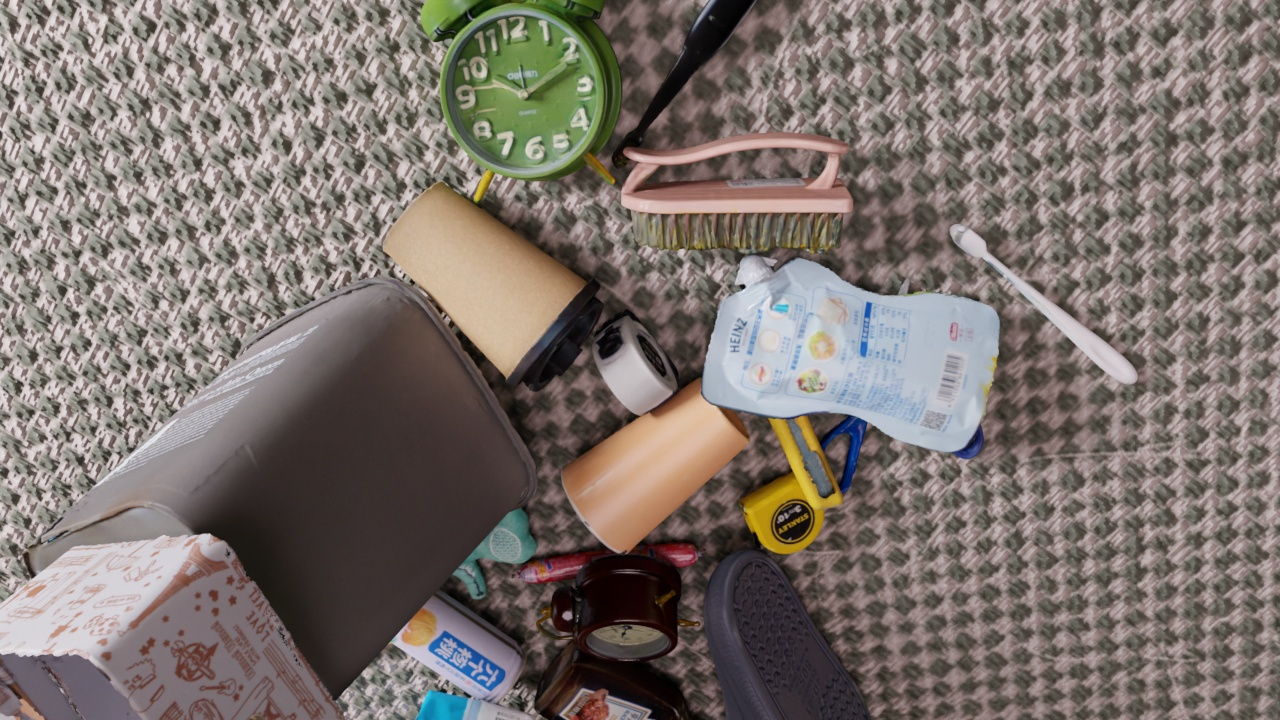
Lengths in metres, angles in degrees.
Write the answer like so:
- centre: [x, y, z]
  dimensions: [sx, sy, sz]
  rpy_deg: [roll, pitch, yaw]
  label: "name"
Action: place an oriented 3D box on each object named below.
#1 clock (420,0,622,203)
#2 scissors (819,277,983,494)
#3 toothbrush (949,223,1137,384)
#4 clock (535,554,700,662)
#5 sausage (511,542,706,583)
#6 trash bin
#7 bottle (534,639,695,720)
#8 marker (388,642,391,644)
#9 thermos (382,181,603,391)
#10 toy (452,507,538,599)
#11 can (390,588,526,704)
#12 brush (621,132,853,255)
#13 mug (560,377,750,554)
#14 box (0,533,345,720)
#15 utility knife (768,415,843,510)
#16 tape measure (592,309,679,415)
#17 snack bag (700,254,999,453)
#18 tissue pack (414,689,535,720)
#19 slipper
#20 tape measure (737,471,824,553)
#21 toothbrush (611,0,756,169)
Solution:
- centre: [-0.073, -0.185, 0.571]
  dimensions: [0.116, 0.056, 0.161]
  rpy_deg: [-7, 109, 5]
  label: "clock"
- centre: [0.177, 0.027, 0.664]
  dimensions: [0.162, 0.012, 0.176]
  rpy_deg: [21, 109, -4]
  label: "scissors"
- centre: [0.280, -0.037, 0.634]
  dimensions: [0.180, 0.016, 0.016]
  rpy_deg: [36, 110, -13]
  label: "toothbrush"
- centre: [-0.021, 0.192, 0.699]
  dimensions: [0.122, 0.055, 0.082]
  rpy_deg: [-15, 138, 16]
  label: "clock"
- centre: [-0.026, 0.158, 0.718]
  dimensions: [0.156, 0.020, 0.020]
  rpy_deg: [-8, 110, 6]
  label: "sausage"
- centre: [-0.216, 0.092, 0.573]
  dimensions: [0.199, 0.219, 0.198]
  rpy_deg: [-20, 109, 30]
  label: "trash bin"
- centre: [0.010, 0.303, 0.759]
  dimensions: [0.195, 0.044, 0.080]
  rpy_deg: [33, 112, -10]
  label: "bottle"
- centre: [-0.246, 0.241, 0.764]
  dimensions: [0.124, 0.015, 0.018]
  rpy_deg: [-25, 107, 15]
  label: "marker"
- centre: [-0.096, -0.049, 0.611]
  dimensions: [0.143, 0.093, 0.093]
  rpy_deg: [40, 107, -3]
  label: "thermos"
- centre: [-0.124, 0.145, 0.715]
  dimensions: [0.092, 0.030, 0.096]
  rpy_deg: [-12, 117, 12]
  label: "toy"
- centre: [-0.158, 0.216, 0.728]
  dimensions: [0.134, 0.053, 0.053]
  rpy_deg: [38, 108, -11]
  label: "can"
- centre: [0.060, -0.109, 0.592]
  dimensions: [0.146, 0.063, 0.073]
  rpy_deg: [1, 115, 4]
  label: "brush"
- centre: [0.014, 0.072, 0.657]
  dimensions: [0.123, 0.078, 0.078]
  rpy_deg: [-38, 105, 10]
  label: "mug"
- centre: [-0.287, 0.196, 0.462]
  dimensions: [0.272, 0.106, 0.178]
  rpy_deg: [-16, 113, 15]
  label: "box"
- centre: [0.109, 0.041, 0.658]
  dimensions: [0.033, 0.015, 0.154]
  rpy_deg: [-30, 102, -19]
  label: "utility knife"
- centre: [-0.004, 0.004, 0.634]
  dimensions: [0.034, 0.066, 0.066]
  rpy_deg: [-35, 105, 15]
  label: "tape measure"
- centre: [0.142, -0.005, 0.624]
  dimensions: [0.191, 0.039, 0.110]
  rpy_deg: [13, 99, -3]
  label: "snack bag"
- centre: [-0.137, 0.314, 0.733]
  dimensions: [0.090, 0.063, 0.140]
  rpy_deg: [15, 146, -3]
  label: "tissue pack"
- centre: [0.106, 0.264, 0.721]
  dimensions: [0.083, 0.110, 0.268]
  rpy_deg: [-14, 112, 40]
  label: "slipper"
- centre: [0.107, 0.114, 0.689]
  dimensions: [0.060, 0.029, 0.057]
  rpy_deg: [-28, 109, -8]
  label: "tape measure"
- centre: [0.045, -0.207, 0.573]
  dimensions: [0.026, 0.027, 0.213]
  rpy_deg: [32, 111, -18]
  label: "toothbrush"
